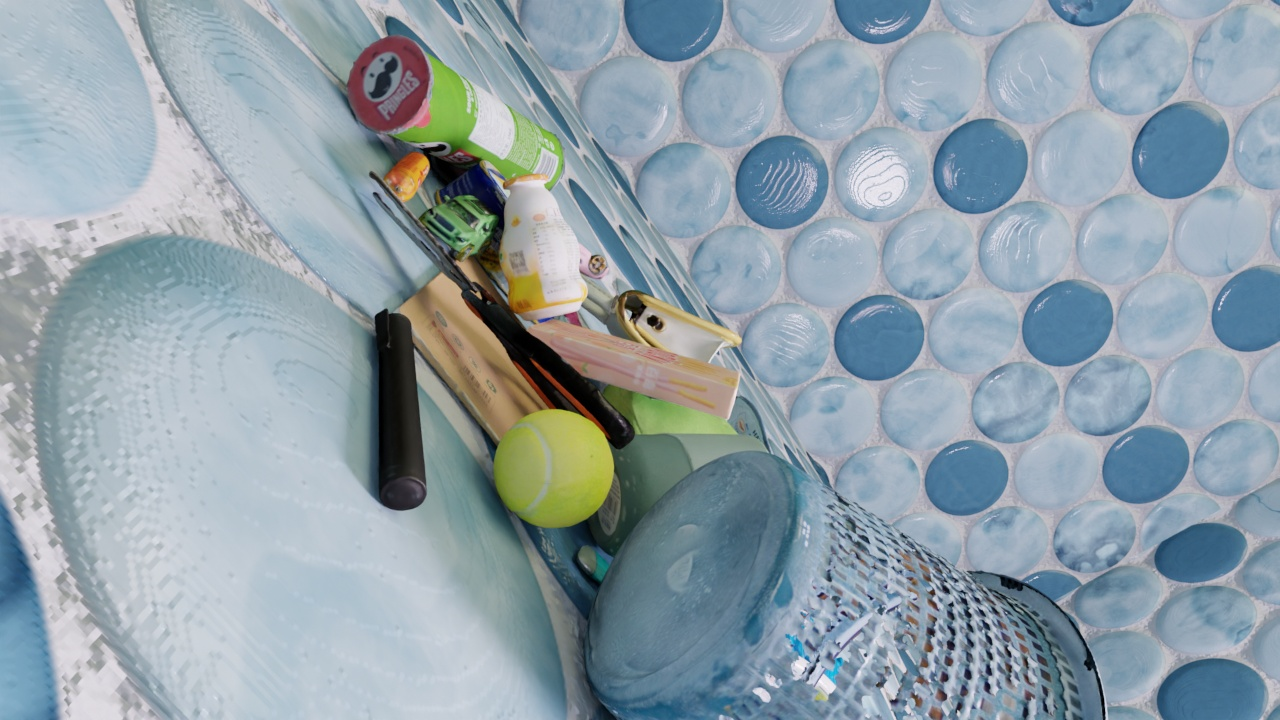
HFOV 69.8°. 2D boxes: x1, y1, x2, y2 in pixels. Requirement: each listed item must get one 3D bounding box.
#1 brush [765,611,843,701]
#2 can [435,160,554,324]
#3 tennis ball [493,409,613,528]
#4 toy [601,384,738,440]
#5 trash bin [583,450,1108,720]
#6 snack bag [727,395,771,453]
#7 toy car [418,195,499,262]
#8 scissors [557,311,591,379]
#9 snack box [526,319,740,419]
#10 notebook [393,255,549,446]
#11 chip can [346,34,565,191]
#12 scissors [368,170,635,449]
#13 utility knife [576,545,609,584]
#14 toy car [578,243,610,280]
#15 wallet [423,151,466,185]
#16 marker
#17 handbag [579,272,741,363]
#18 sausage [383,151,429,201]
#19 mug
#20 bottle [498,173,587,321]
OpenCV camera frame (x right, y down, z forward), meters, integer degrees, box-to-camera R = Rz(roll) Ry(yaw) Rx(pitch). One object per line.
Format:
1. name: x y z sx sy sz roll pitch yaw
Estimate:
1. brush: 0.093 0.223 0.736 0.314 0.061 0.109 49 15 -26
2. can: -0.106 -0.097 0.772 0.148 0.049 0.074 52 11 -29
3. tennis ball: -0.047 0.059 0.503 0.065 0.065 0.065 55 10 -14
4. toy: 0.042 0.081 0.820 0.246 0.090 0.227 41 9 -46
5. trash bin: 0.086 0.160 0.487 0.195 0.227 0.226 40 14 -18
6. snack bag: 0.104 0.104 0.974 0.191 0.038 0.110 127 -48 -72
7. toy car: -0.131 -0.100 0.676 0.043 0.036 0.091 41 14 -5
8. scissors: -0.071 -0.038 0.871 0.133 0.017 0.128 64 8 17
9. snack box: -0.004 0.004 0.687 0.157 0.026 0.084 16 8 5
10. notebook: -0.095 0.002 0.627 0.148 0.008 0.207 55 9 -13
11. chip can: -0.142 -0.193 0.769 0.072 0.072 0.235 59 16 13
12. scissors: -0.078 -0.021 0.559 0.222 0.021 0.221 36 -16 41
13. utility knife: 0.021 0.183 0.597 0.209 0.013 0.029 49 10 -27
14. toy car: -0.080 -0.109 0.851 0.122 0.037 0.056 37 -1 -39
15. wallet: -0.158 -0.166 0.839 0.122 0.020 0.096 44 16 -46
16. marker: -0.115 0.018 0.434 0.132 0.020 0.022 -112 176 -51
17. handbag: -0.004 -0.031 0.879 0.178 0.063 0.163 27 -4 -4
18. sausage: -0.162 -0.130 0.642 0.021 0.021 0.165 54 4 -20
19. mug: 0.019 0.098 0.613 0.106 0.112 0.082 2 48 -25
20. bottle: -0.078 -0.087 0.704 0.063 0.063 0.108 -27 106 -80
